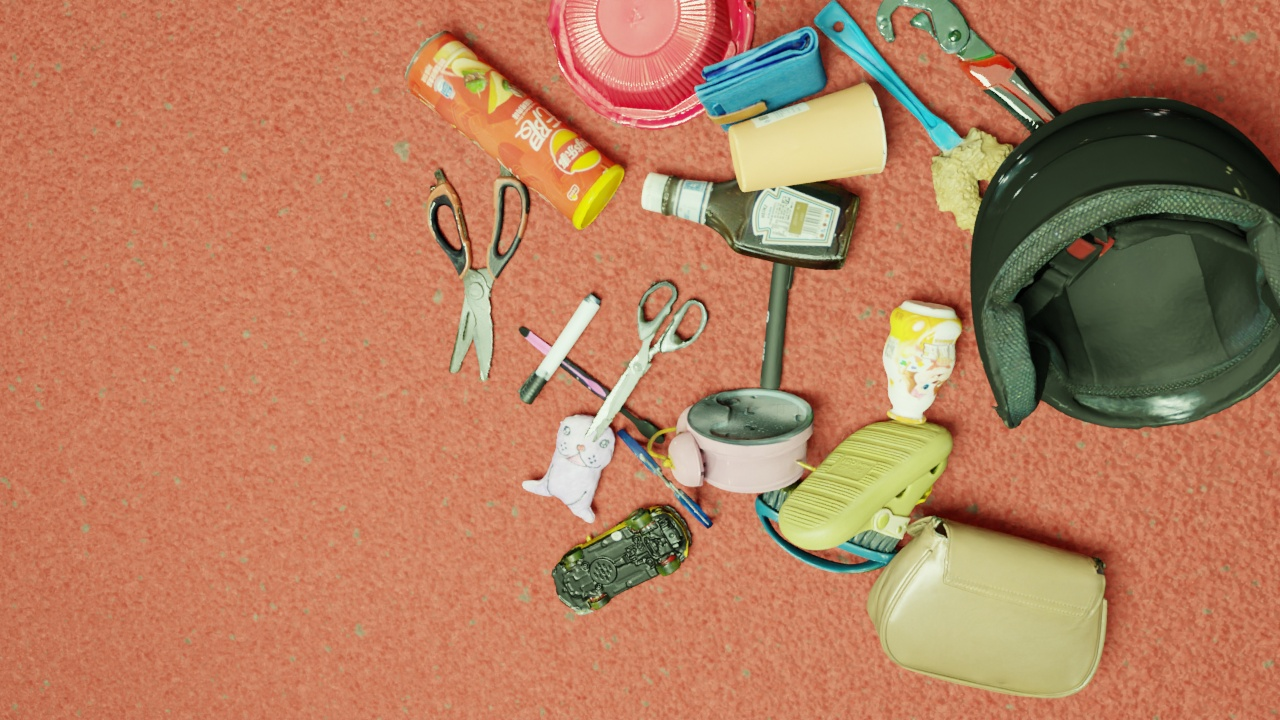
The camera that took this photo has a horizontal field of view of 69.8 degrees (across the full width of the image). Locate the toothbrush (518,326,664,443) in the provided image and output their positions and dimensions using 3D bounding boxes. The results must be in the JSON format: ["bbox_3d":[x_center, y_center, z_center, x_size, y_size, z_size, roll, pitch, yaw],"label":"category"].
[{"bbox_3d":[-0.050,0.024,0.935,0.189,0.017,0.014,38,106,6],"label":"toothbrush"}]

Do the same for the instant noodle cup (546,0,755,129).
[{"bbox_3d":[0.003,-0.307,0.825,0.194,0.065,0.194,3,103,13],"label":"instant noodle cup"}]

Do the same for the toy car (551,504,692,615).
[{"bbox_3d":[-0.022,0.205,0.949,0.156,0.041,0.071,-32,93,15],"label":"toy car"}]

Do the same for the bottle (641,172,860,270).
[{"bbox_3d":[0.098,-0.137,0.845,0.195,0.044,0.080,14,84,10],"label":"bottle"}]

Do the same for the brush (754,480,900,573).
[{"bbox_3d":[0.178,0.165,0.890,0.144,0.055,0.073,20,105,7],"label":"brush"}]

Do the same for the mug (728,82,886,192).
[{"bbox_3d":[0.142,-0.189,0.799,0.123,0.078,0.078,-12,99,2],"label":"mug"}]

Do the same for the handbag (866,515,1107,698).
[{"bbox_3d":[0.318,0.223,0.845,0.204,0.099,0.148,15,108,-6],"label":"handbag"}]

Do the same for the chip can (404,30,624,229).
[{"bbox_3d":[-0.118,-0.218,0.867,0.216,0.073,0.073,40,107,3],"label":"chip can"}]

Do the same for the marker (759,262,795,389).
[{"bbox_3d":[0.131,-0.037,0.876,0.022,0.020,0.132,10,103,26],"label":"marker"}]

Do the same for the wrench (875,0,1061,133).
[{"bbox_3d":[0.319,-0.230,0.796,0.273,0.016,0.056,40,109,2],"label":"wrench"}]

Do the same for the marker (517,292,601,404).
[{"bbox_3d":[-0.082,-0.012,0.922,0.022,0.018,0.131,37,99,17],"label":"marker"}]

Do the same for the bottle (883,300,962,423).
[{"bbox_3d":[0.253,0.002,0.836,0.063,0.063,0.108,10,104,10],"label":"bottle"}]

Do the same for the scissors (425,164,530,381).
[{"bbox_3d":[-0.172,-0.093,0.934,0.196,0.015,0.215,-37,93,17],"label":"scissors"}]

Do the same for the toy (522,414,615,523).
[{"bbox_3d":[-0.067,0.103,0.939,0.084,0.038,0.108,24,106,4],"label":"toy"}]

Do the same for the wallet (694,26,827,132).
[{"bbox_3d":[0.105,-0.235,0.780,0.106,0.133,0.040,-19,88,15],"label":"wallet"}]

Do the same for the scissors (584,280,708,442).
[{"bbox_3d":[0.006,0.009,0.901,0.137,0.014,0.174,0,92,5],"label":"scissors"}]

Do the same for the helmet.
[{"bbox_3d":[0.381,-0.064,0.711,0.234,0.229,0.274,-15,140,30],"label":"helmet"}]

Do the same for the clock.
[{"bbox_3d":[0.085,0.075,0.863,0.158,0.117,0.060,0,113,11],"label":"clock"}]

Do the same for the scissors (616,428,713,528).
[{"bbox_3d":[0.024,0.114,0.881,0.012,0.173,0.162,-44,55,-3],"label":"scissors"}]

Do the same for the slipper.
[{"bbox_3d":[0.205,0.123,0.830,0.092,0.190,0.082,18,133,53],"label":"slipper"}]

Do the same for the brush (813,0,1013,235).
[{"bbox_3d":[0.246,-0.216,0.808,0.083,0.045,0.254,-43,87,21],"label":"brush"}]
